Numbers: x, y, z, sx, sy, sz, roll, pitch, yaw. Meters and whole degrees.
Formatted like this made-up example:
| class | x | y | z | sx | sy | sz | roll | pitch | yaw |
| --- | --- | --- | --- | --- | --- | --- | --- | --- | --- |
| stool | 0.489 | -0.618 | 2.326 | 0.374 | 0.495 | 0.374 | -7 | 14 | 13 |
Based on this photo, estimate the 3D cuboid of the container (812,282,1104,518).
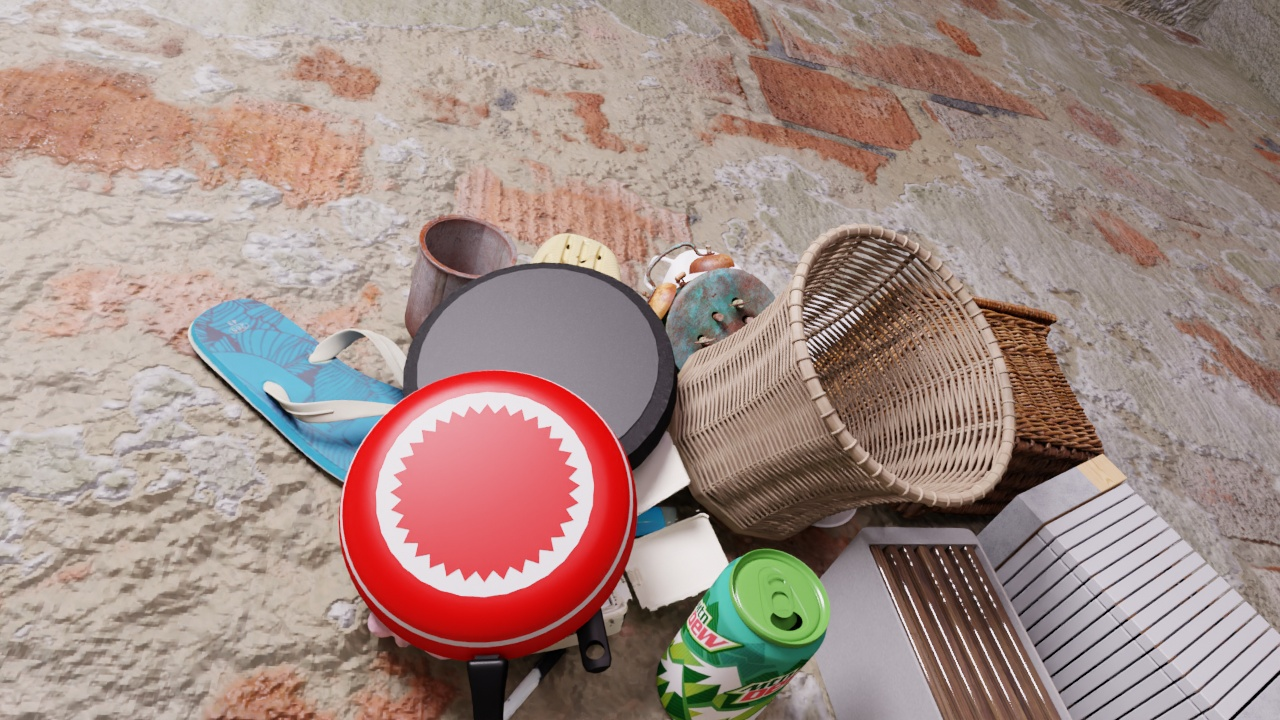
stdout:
| class | x | y | z | sx | sy | sz | roll | pitch | yaw |
| --- | --- | --- | --- | --- | --- | --- | --- | --- | --- |
| container | 0.328 | 0.053 | 0.925 | 0.249 | 0.163 | 0.183 | 6 | 49 | -31 |

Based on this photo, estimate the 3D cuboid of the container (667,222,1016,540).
| class | x | y | z | sx | sy | sz | roll | pitch | yaw |
| --- | --- | --- | --- | --- | --- | --- | --- | --- | --- |
| container | 0.152 | 0.034 | 0.757 | 0.226 | 0.197 | 0.226 | 15 | 60 | -28 |

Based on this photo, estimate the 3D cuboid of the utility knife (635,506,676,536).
| class | x | y | z | sx | sy | sz | roll | pitch | yaw |
| --- | --- | --- | --- | --- | --- | --- | --- | --- | --- |
| utility knife | -0.059 | 0.138 | 0.773 | 0.195 | 0.015 | 0.031 | 3 | 43 | -20 |

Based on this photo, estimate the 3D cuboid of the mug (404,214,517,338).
| class | x | y | z | sx | sy | sz | roll | pitch | yaw |
| --- | --- | --- | --- | --- | --- | --- | --- | --- | --- |
| mug | -0.174 | -0.081 | 0.879 | 0.096 | 0.110 | 0.122 | 15 | 41 | -19 |

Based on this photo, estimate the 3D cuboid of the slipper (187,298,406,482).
| class | x | y | z | sx | sy | sz | roll | pitch | yaw |
| --- | --- | --- | --- | --- | --- | --- | --- | --- | --- |
| slipper | -0.252 | 0.025 | 0.767 | 0.295 | 0.060 | 0.117 | 33 | 45 | 9 |

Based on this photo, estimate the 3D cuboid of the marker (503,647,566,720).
| class | x | y | z | sx | sy | sz | roll | pitch | yaw |
| --- | --- | --- | --- | --- | --- | --- | --- | --- | --- |
| marker | -0.097 | 0.249 | 0.642 | 0.011 | 0.011 | 0.151 | 35 | 42 | 12 |

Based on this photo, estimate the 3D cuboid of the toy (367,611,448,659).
| class | x | y | z | sx | sy | sz | roll | pitch | yaw |
| --- | --- | --- | --- | --- | --- | --- | --- | --- | --- |
| toy | -0.152 | 0.174 | 0.664 | 0.093 | 0.050 | 0.102 | -6 | 54 | -29 |

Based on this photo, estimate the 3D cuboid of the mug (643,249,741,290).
| class | x | y | z | sx | sy | sz | roll | pitch | yaw |
| --- | --- | --- | --- | --- | --- | --- | --- | --- | --- |
| mug | 0.060 | -0.076 | 1.013 | 0.115 | 0.068 | 0.094 | 26 | 41 | 1 |

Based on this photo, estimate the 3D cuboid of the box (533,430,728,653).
| class | x | y | z | sx | sy | sz | roll | pitch | yaw |
| --- | --- | --- | --- | --- | --- | --- | --- | --- | --- |
| box | -0.038 | 0.138 | 0.723 | 0.185 | 0.066 | 0.145 | -22 | 53 | -6 |

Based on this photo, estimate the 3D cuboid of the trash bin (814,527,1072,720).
| class | x | y | z | sx | sy | sz | roll | pitch | yaw |
| --- | --- | --- | --- | --- | --- | --- | --- | --- | --- |
| trash bin | 0.230 | 0.258 | 0.709 | 0.114 | 0.115 | 0.228 | 5 | 45 | -22 |

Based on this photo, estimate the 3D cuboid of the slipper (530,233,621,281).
| class | x | y | z | sx | sy | sz | roll | pitch | yaw |
| --- | --- | --- | --- | --- | --- | --- | --- | --- | --- |
| slipper | -0.073 | -0.045 | 0.912 | 0.111 | 0.079 | 0.260 | 15 | 31 | -5 |

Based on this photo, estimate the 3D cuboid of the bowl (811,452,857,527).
| class | x | y | z | sx | sy | sz | roll | pitch | yaw |
| --- | --- | --- | --- | --- | --- | --- | --- | --- | --- |
| bowl | 0.172 | 0.106 | 0.897 | 0.110 | 0.041 | 0.109 | 13 | 42 | -13 |

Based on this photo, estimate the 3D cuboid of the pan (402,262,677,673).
| class | x | y | z | sx | sy | sz | roll | pitch | yaw |
| --- | --- | --- | --- | --- | --- | --- | --- | --- | --- |
| pan | -0.067 | 0.063 | 0.715 | 0.225 | 0.034 | 0.355 | -11 | 57 | -7 |

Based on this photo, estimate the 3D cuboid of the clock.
| class | x | y | z | sx | sy | sz | roll | pitch | yaw |
| --- | --- | --- | --- | --- | --- | --- | --- | --- | --- |
| clock | 0.069 | -0.045 | 0.923 | 0.121 | 0.073 | 0.157 | -36 | 99 | -8 |

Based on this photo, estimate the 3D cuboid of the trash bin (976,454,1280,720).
| class | x | y | z | sx | sy | sz | roll | pitch | yaw |
| --- | --- | --- | --- | --- | --- | --- | --- | --- | --- |
| trash bin | 0.416 | 0.236 | 0.801 | 0.142 | 0.143 | 0.247 | -13 | 54 | -35 |

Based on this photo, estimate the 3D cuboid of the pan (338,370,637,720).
| class | x | y | z | sx | sy | sz | roll | pitch | yaw |
| --- | --- | --- | --- | --- | --- | --- | --- | --- | --- |
| pan | -0.102 | 0.167 | 0.613 | 0.209 | 0.067 | 0.355 | -2 | 62 | -4 |

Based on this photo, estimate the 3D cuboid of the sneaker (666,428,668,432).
| class | x | y | z | sx | sy | sz | roll | pitch | yaw |
| --- | --- | --- | --- | --- | --- | --- | --- | --- | --- |
| sneaker | -0.017 | 0.071 | 0.821 | 0.241 | 0.089 | 0.102 | 3 | 58 | -23 |

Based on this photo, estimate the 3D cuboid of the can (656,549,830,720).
| class | x | y | z | sx | sy | sz | roll | pitch | yaw |
| --- | --- | --- | --- | --- | --- | --- | --- | --- | --- |
| can | 0.072 | 0.207 | 0.665 | 0.083 | 0.144 | 0.082 | 13 | 42 | -13 |

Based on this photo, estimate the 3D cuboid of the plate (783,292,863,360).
| class | x | y | z | sx | sy | sz | roll | pitch | yaw |
| --- | --- | --- | --- | --- | --- | --- | --- | --- | --- |
| plate | 0.240 | -0.024 | 1.084 | 0.188 | 0.016 | 0.188 | 13 | 42 | -13 |
